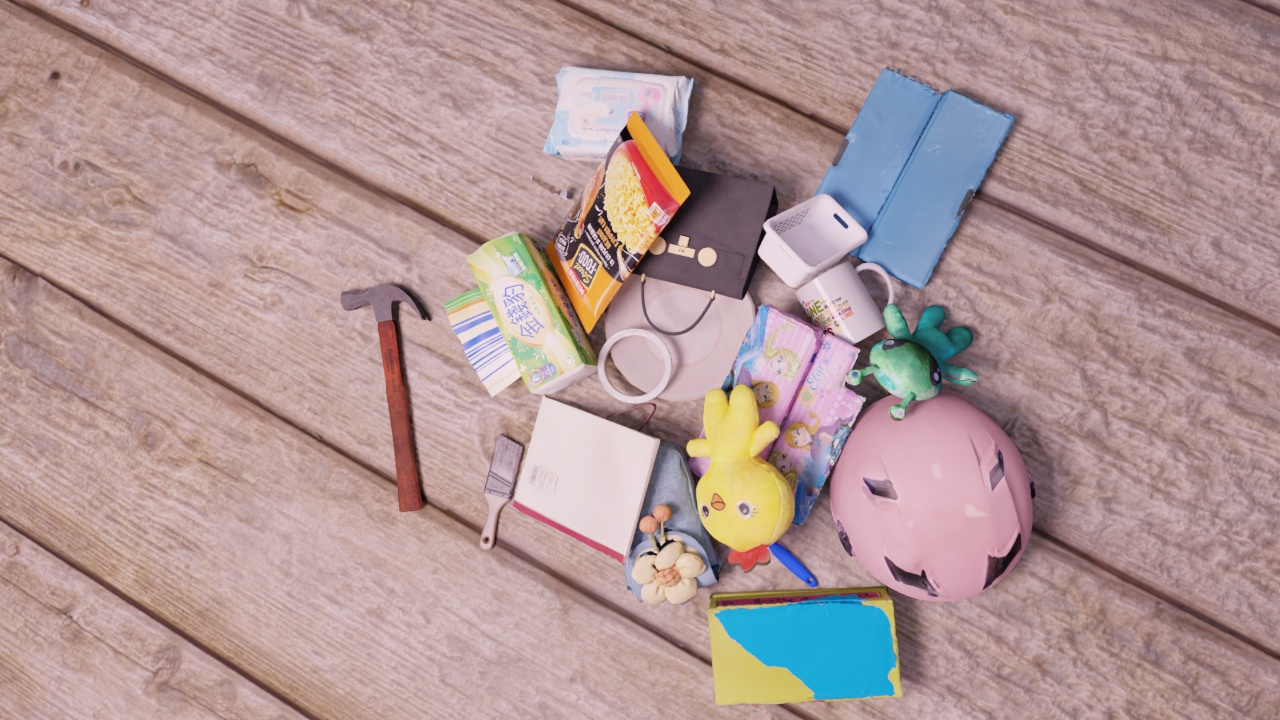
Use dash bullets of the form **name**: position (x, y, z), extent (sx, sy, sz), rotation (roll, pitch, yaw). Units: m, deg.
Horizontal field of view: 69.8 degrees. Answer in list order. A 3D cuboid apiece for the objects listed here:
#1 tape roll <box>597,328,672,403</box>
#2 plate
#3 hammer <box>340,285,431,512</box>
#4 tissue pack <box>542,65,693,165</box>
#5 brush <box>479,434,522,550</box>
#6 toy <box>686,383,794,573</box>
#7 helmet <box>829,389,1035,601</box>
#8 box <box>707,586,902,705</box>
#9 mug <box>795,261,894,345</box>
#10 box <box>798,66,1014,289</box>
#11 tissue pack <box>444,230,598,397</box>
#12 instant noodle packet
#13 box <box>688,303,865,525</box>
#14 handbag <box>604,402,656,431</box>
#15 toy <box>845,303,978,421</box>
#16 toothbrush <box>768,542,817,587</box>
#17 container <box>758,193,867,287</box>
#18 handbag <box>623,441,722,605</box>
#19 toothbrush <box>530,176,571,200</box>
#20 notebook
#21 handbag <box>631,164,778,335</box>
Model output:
- **tape roll**: position (-0.007, 0.007, 1.139), extent (0.093, 0.013, 0.093), rotation (0, 88, 9)
- **plate**: position (0.050, -0.044, 1.153), extent (0.189, 0.027, 0.188), rotation (0, 88, 9)
- **hammer**: position (-0.321, 0.049, 1.210), extent (0.111, 0.028, 0.300), rotation (-8, 87, 10)
- **tissue pack**: position (-0.029, -0.305, 1.152), extent (0.182, 0.070, 0.112), rotation (8, 90, 10)
- **brush**: position (-0.186, 0.173, 1.192), extent (0.039, 0.012, 0.151), rotation (14, 91, 9)
- **toy**: position (0.117, 0.132, 1.054), extent (0.134, 0.092, 0.207), rotation (-14, 91, 50)
- **helmet**: position (0.340, 0.163, 1.048), extent (0.230, 0.152, 0.255), rotation (-11, 93, 5)
- **box**: position (0.195, 0.340, 1.098), extent (0.221, 0.081, 0.124), rotation (-7, 88, 6)
- **mug**: position (0.253, -0.069, 1.099), extent (0.105, 0.073, 0.089), rotation (-30, 84, 7)
- **box**: position (0.319, -0.224, 1.114), extent (0.174, 0.033, 0.231), rotation (27, 93, 9)
- **tissue pack**: position (-0.160, -0.043, 1.148), extent (0.141, 0.120, 0.197), rotation (-28, 78, 8)
- **instant noodle packet**: position (-0.035, -0.164, 1.096), extent (0.221, 0.032, 0.159), rotation (-52, 48, 30)
- **box**: position (0.167, 0.067, 1.088), extent (0.159, 0.035, 0.231), rotation (29, 108, 22)
- **handbag**: position (-0.028, 0.086, 1.146), extent (0.120, 0.029, 0.055), rotation (-33, 86, 23)
- **toy**: position (0.317, -0.002, 1.053), extent (0.130, 0.192, 0.073), rotation (43, 138, 15)
- **toothbrush**: position (0.150, 0.216, 1.139), extent (0.182, 0.018, 0.016), rotation (43, 95, 5)
- **container**: position (0.198, -0.138, 1.079), extent (0.080, 0.129, 0.050), rotation (49, 140, 14)
- **handbag**: position (0.022, 0.198, 1.106), extent (0.122, 0.118, 0.192), rotation (-14, 90, 9)
- **toothbrush**: position (-0.106, -0.207, 1.105), extent (0.010, 0.181, 0.010), rotation (12, 95, 6)
- **notebook**: position (-0.072, 0.140, 1.120), extent (0.209, 0.012, 0.153), rotation (17, 92, 43)
- **handbag**: position (0.054, -0.126, 1.113), extent (0.176, 0.072, 0.195), rotation (15, 84, 15)
